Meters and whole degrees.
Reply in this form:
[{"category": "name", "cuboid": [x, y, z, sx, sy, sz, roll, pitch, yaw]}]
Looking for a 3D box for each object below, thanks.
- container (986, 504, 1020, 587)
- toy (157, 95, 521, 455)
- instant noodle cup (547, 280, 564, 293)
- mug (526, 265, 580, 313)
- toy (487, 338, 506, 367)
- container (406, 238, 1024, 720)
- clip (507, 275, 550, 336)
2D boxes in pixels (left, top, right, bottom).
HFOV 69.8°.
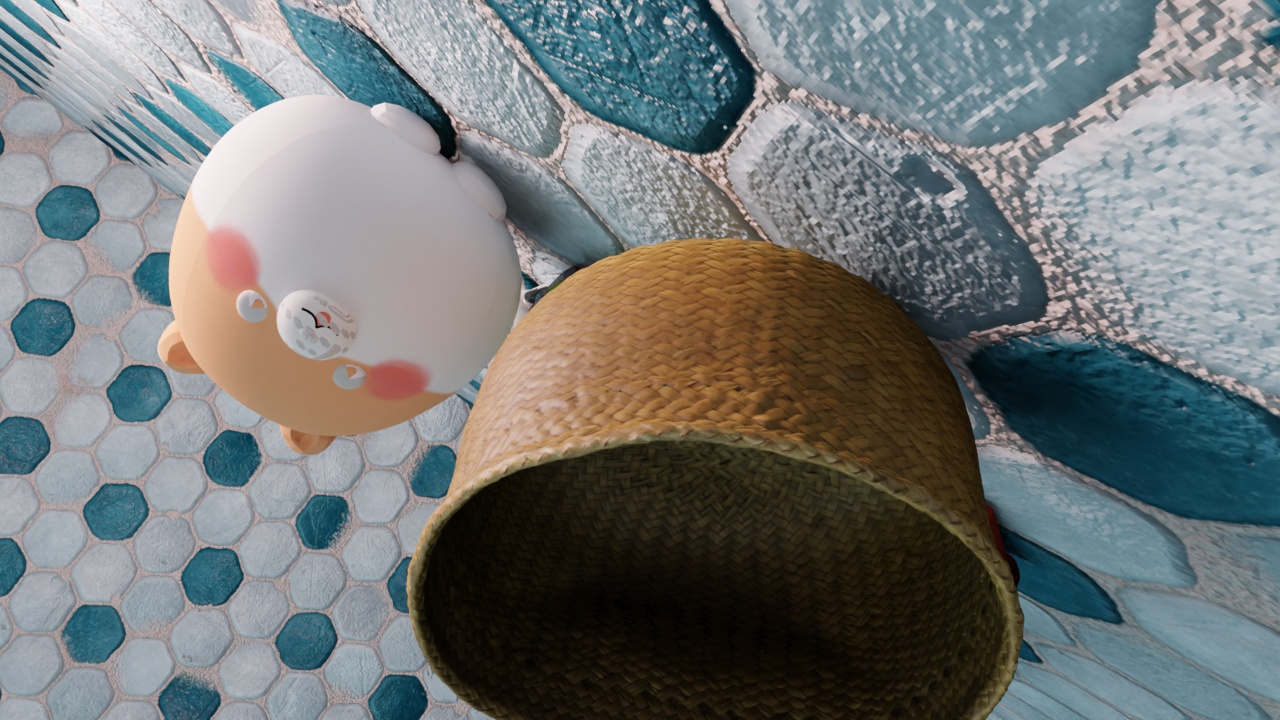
[{"category": "container", "cuboid": [0.227, 0.185, 0.770, 0.148, 0.126, 0.201, 26, 155, 38]}, {"category": "toy", "cuboid": [-0.238, -0.064, 0.733, 0.262, 0.281, 0.265, 40, -173, -20]}, {"category": "instant noodle cup", "cuboid": [-0.022, -0.030, 0.729, 0.099, 0.098, 0.108, 39, 160, -15]}, {"category": "mug", "cuboid": [-0.060, -0.010, 0.834, 0.104, 0.124, 0.083, 41, -150, -17]}, {"category": "toy", "cuboid": [-0.136, 0.035, 1.281, 0.164, 0.092, 0.172, 17, 145, 49]}, {"category": "container", "cuboid": [0.040, 0.082, 0.514, 0.307, 0.196, 0.308, 6, 133, 6]}, {"category": "clip", "cuboid": [-0.117, -0.025, 0.929, 0.152, 0.095, 0.126, 35, 135, 28]}]
